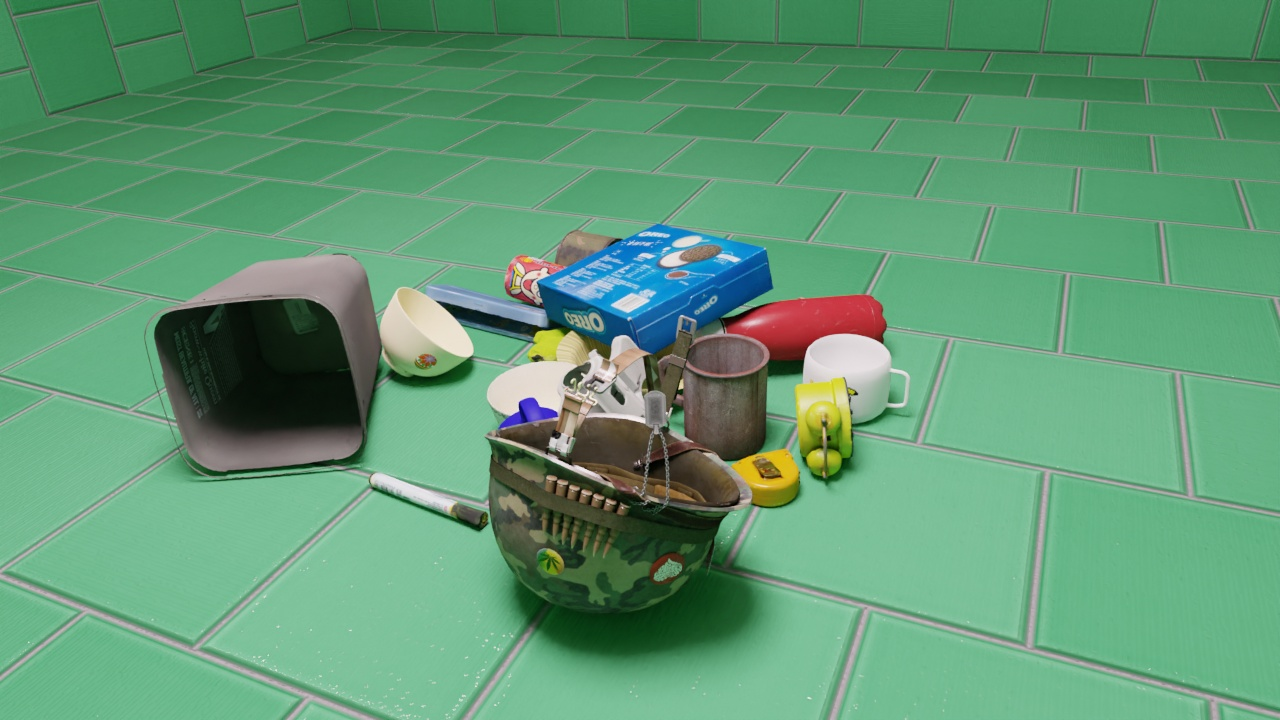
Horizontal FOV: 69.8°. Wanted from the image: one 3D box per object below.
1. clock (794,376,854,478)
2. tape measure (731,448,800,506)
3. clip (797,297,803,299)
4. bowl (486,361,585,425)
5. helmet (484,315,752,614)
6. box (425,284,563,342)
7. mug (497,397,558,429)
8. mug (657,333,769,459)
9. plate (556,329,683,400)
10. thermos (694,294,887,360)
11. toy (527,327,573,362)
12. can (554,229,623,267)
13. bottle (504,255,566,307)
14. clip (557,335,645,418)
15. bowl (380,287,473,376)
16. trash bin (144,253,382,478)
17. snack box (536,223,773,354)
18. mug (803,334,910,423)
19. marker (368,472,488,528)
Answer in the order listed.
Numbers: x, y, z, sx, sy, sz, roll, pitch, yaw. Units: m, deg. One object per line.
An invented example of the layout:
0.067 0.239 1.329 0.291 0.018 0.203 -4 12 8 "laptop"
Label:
0.187 0.065 0.924 0.057 0.083 0.118 -4 26 8 "clock"
0.124 0.115 0.896 0.068 0.030 0.059 -10 28 -11 "tape measure"
0.218 -0.060 1.205 0.061 0.026 0.049 18 39 20 "clip"
-0.104 0.056 0.989 0.115 0.063 0.115 -2 30 1 "bowl"
-0.018 0.088 0.749 0.225 0.236 0.192 0 4 26 "helmet"
-0.202 -0.060 1.251 0.210 0.052 0.066 16 12 26 "box"
-0.097 0.086 0.885 0.079 0.111 0.083 -17 32 -14 "mug"
0.073 0.036 0.965 0.123 0.110 0.096 10 27 23 "mug"
-0.006 0.006 1.088 0.184 0.036 0.184 1 30 -1 "plate"
0.172 -0.035 1.089 0.239 0.073 0.073 -5 29 -16 "thermos"
-0.103 -0.017 1.146 0.094 0.036 0.093 -12 25 -28 "toy"
-0.065 -0.134 1.291 0.075 0.090 0.089 14 34 27 "can"
-0.111 -0.097 1.240 0.138 0.062 0.061 17 35 18 "bottle"
-0.019 0.038 0.929 0.089 0.125 0.150 -19 35 31 "clip"
-0.274 -0.022 1.120 0.074 0.118 0.118 -45 29 12 "bowl"
-0.392 -0.012 1.022 0.197 0.197 0.219 -6 24 -2 "trash bin"
0.011 -0.092 1.110 0.195 0.056 0.239 -28 27 -22 "snack box"
0.237 0.023 1.008 0.116 0.068 0.094 12 33 24 "mug"
-0.211 0.136 0.903 0.147 0.017 0.017 14 34 27 "marker"
